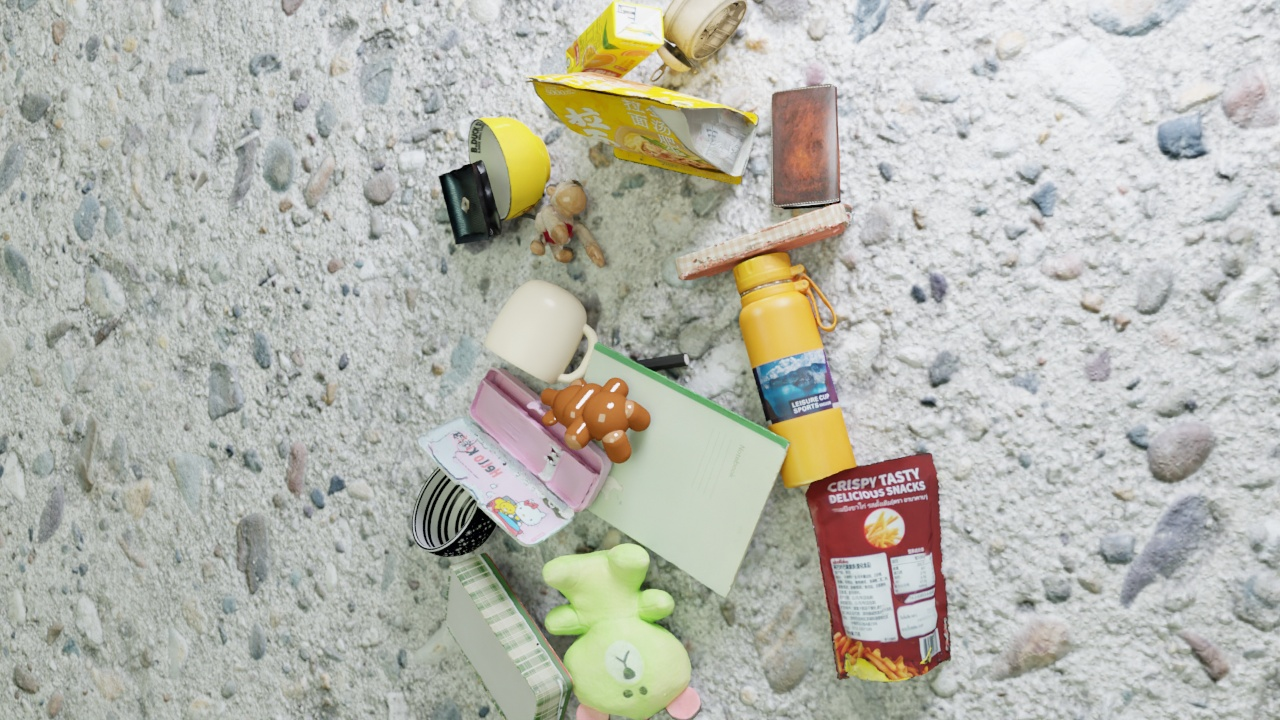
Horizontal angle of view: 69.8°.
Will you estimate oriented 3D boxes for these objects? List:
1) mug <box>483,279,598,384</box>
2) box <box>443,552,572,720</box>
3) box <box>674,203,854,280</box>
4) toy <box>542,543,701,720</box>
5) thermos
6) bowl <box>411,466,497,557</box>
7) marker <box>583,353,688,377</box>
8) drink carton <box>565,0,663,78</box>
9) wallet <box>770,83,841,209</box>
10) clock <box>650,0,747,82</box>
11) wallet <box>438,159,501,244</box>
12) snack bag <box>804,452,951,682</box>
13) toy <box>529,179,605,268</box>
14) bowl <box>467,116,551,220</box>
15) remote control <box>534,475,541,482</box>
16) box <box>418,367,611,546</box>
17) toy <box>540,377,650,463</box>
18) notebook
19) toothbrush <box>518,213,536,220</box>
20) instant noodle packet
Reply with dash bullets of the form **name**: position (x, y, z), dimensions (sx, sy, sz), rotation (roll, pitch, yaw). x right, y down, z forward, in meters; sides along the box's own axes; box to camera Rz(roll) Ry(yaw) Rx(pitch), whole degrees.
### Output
- **mug**: position (-0.102, -0.033, 1.037), dimensions (0.120, 0.096, 0.100), rotation (30, 90, 6)
- **box**: position (-0.153, 0.325, 1.033), dimensions (0.205, 0.051, 0.118), rotation (44, 137, 37)
- **box**: position (0.128, -0.122, 0.948), dimensions (0.187, 0.082, 0.041), rotation (-16, 85, 21)
- **toy**: position (-0.026, 0.298, 1.004), dimensions (0.150, 0.107, 0.197), rotation (-12, 94, 0)
- **thermos**: position (0.160, 0.007, 0.937), dimensions (0.091, 0.076, 0.232), rotation (-13, 83, -14)
- **bowl**: position (-0.206, 0.179, 1.088), dimensions (0.120, 0.066, 0.120), rotation (-25, 47, 30)
- **marker**: position (-0.006, 0.006, 1.034), dimensions (0.124, 0.021, 0.017), rotation (-8, 42, 22)
- **drink carton**: position (-0.031, -0.338, 0.987), dimensions (0.135, 0.058, 0.043), rotation (170, 99, -64)
- **wallet**: position (0.172, -0.222, 0.958), dimensions (0.072, 0.019, 0.123), rotation (-1, 89, 23)
- **clock**: position (0.059, -0.348, 0.973), dimensions (0.054, 0.092, 0.141), rotation (48, 115, 9)
- **wallet**: position (-0.200, -0.185, 1.080), dimensions (0.115, 0.026, 0.089), rotation (5, 111, 57)
- **snack bag**: position (0.238, 0.202, 0.892), dimensions (0.139, 0.066, 0.208), rotation (-8, 96, -10)
- **toy**: position (-0.080, -0.160, 1.047), dimensions (0.074, 0.085, 0.105), rotation (-18, 61, 43)
- **bowl**: position (-0.145, -0.226, 1.059), dimensions (0.117, 0.067, 0.117), rotation (43, 144, 44)
- **remote control**: position (-0.083, 0.083, 1.063), dimensions (0.144, 0.024, 0.049), rotation (-43, 78, 22)
- **box**: position (-0.138, 0.109, 1.037), dimensions (0.201, 0.077, 0.146), rotation (38, 81, 28)
- **toy**: position (-0.055, 0.058, 0.983), dimensions (0.128, 0.065, 0.094), rotation (14, 55, 43)
- **notebook**: position (0.020, 0.111, 0.977), dimensions (0.253, 0.010, 0.182), rotation (28, 107, 29)
- **toothbrush**: position (-0.169, -0.184, 1.109), dimensions (0.167, 0.012, 0.013), rotation (24, 107, 22)
- **instant noodle packet**: position (0.004, -0.244, 0.922), dimensions (0.163, 0.221, 0.084), rotation (20, 100, 23)
